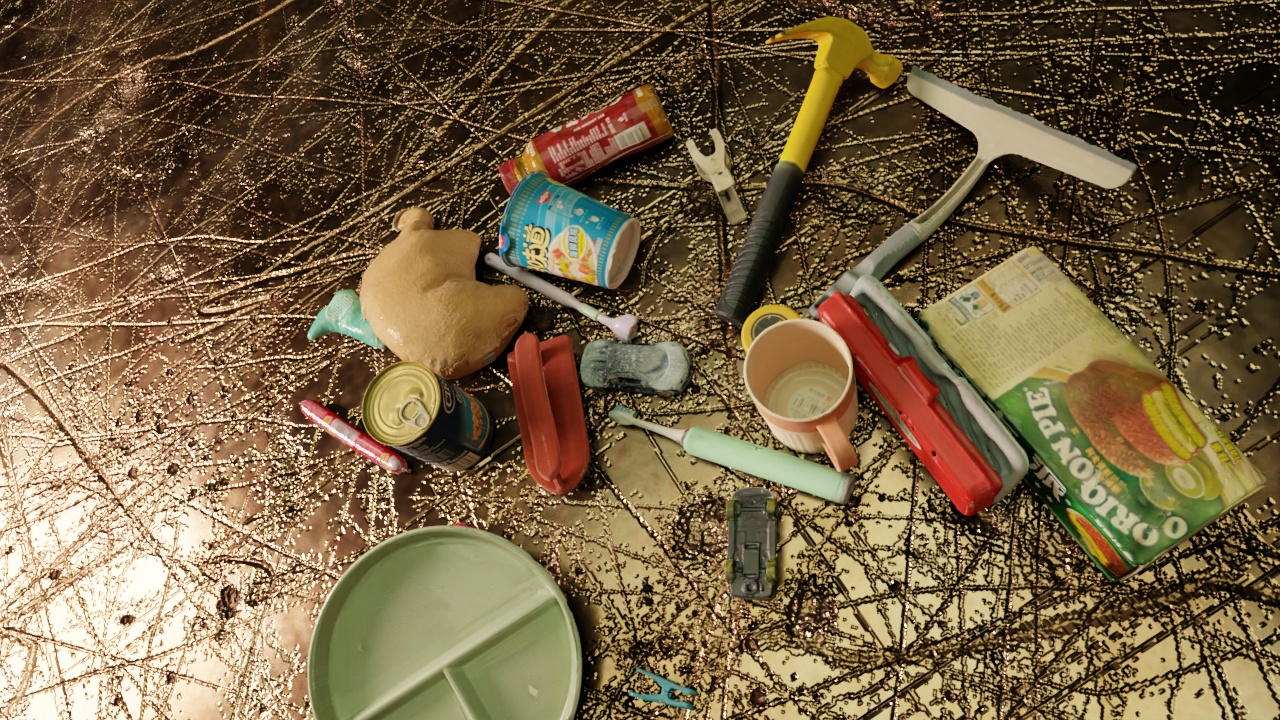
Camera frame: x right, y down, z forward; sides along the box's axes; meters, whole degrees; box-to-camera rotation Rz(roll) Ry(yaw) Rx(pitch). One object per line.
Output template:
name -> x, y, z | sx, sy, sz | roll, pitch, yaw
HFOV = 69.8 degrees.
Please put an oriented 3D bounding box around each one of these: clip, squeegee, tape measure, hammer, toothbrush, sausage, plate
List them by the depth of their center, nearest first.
clip -> 0.018, 0.266, 0.736 | 0.056, 0.014, 0.041 | 12, 74, 23
plate -> -0.160, 0.252, 0.758 | 0.230, 0.027, 0.230 | -1, 82, 5
toothbrush -> 0.072, 0.077, 0.785 | 0.225, 0.026, 0.027 | 16, 37, 22
squeegee -> 0.242, -0.119, 0.801 | 0.246, 0.039, 0.246 | -46, 46, 3
tape measure -> 0.118, -0.019, 0.806 | 0.060, 0.029, 0.057 | -39, 65, 0
hammer -> 0.136, -0.174, 0.836 | 0.128, 0.033, 0.300 | 24, 85, -20
clip -> 0.075, -0.180, 0.880 | 0.034, 0.064, 0.098 | -24, 57, 5
toothbrush -> -0.081, -0.066, 0.892 | 0.189, 0.021, 0.029 | 28, 112, 26
sausage -> -0.282, 0.075, 0.900 | 0.156, 0.020, 0.020 | 27, 79, 25

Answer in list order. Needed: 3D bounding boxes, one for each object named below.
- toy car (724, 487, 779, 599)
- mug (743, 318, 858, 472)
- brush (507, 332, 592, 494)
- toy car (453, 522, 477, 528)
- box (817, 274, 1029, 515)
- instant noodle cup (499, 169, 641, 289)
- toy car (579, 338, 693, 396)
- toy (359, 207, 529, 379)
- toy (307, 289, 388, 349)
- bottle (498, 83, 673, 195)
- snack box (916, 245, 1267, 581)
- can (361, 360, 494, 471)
toy car -> 0.092, 0.148, 0.746 | 0.042, 0.035, 0.090 | -3, 69, 15
mug -> 0.140, 0.037, 0.735 | 0.082, 0.106, 0.114 | -30, 64, 5
brush -> -0.082, 0.049, 0.819 | 0.063, 0.069, 0.145 | -17, 66, 11
toy car -> -0.181, 0.197, 0.808 | 0.053, 0.045, 0.120 | 37, 82, 24
box -> 0.223, 0.023, 0.727 | 0.068, 0.090, 0.201 | -35, 64, 3
instant noodle cup -> -0.063, -0.117, 0.870 | 0.110, 0.099, 0.099 | 21, 77, 14
toy car -> -0.005, 0.005, 0.834 | 0.106, 0.031, 0.049 | 2, 71, 17
toy -> -0.213, -0.076, 0.906 | 0.143, 0.083, 0.226 | -30, 61, -20
toy -> -0.283, -0.045, 0.943 | 0.092, 0.030, 0.096 | 25, 71, 19
bottle -> -0.056, -0.214, 0.920 | 0.175, 0.057, 0.057 | -24, 64, 7
snack box -> 0.327, 0.034, 0.694 | 0.114, 0.063, 0.240 | -32, 64, -5
can -> -0.188, 0.053, 0.829 | 0.075, 0.111, 0.075 | -6, 70, 16
